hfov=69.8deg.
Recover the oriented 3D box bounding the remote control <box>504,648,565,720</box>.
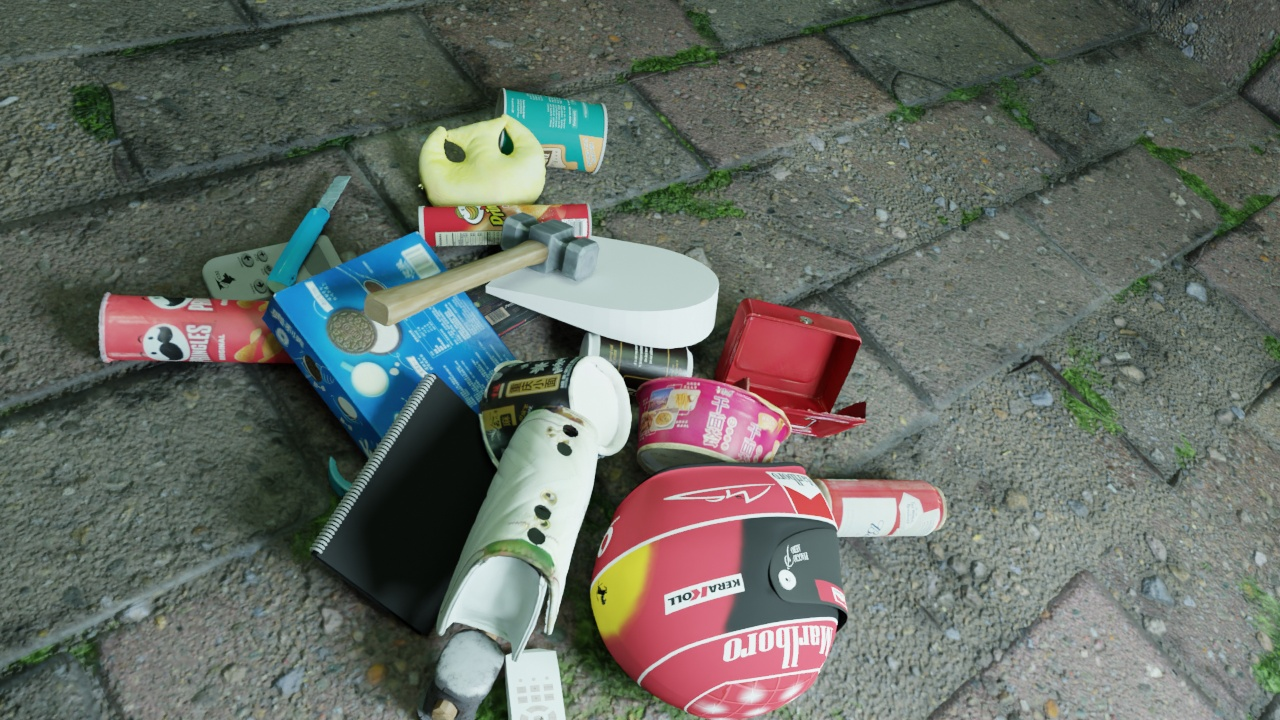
[{"bbox_3d":[-0.095,0.338,0.846,0.049,0.024,0.143,1,52,-19],"label":"remote control"}]

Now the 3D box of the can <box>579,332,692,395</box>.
[{"bbox_3d":[-0.007,0.006,1.105,0.128,0.072,0.071,9,51,-13],"label":"can"}]

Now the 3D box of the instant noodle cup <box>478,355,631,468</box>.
[{"bbox_3d":[-0.082,0.055,0.956,0.137,0.112,0.137,29,53,-49],"label":"instant noodle cup"}]

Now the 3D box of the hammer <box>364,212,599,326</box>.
[{"bbox_3d":[-0.174,-0.098,1.008,0.117,0.051,0.321,24,29,21],"label":"hammer"}]

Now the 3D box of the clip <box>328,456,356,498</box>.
[{"bbox_3d":[-0.258,0.133,0.948,0.130,0.031,0.120,40,47,13],"label":"clip"}]

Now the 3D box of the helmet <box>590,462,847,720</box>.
[{"bbox_3d":[0.087,0.226,0.889,0.270,0.198,0.224,2,52,-29],"label":"helmet"}]

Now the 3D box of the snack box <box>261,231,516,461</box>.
[{"bbox_3d":[-0.247,-0.003,0.980,0.239,0.056,0.195,53,45,1],"label":"snack box"}]

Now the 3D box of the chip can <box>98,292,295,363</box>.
[{"bbox_3d":[-0.438,-0.031,0.978,0.232,0.073,0.073,1,53,-20],"label":"chip can"}]

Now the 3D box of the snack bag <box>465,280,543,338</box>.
[{"bbox_3d":[-0.164,-0.074,1.145,0.154,0.018,0.074,-33,70,-36],"label":"snack bag"}]

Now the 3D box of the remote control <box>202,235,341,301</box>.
[{"bbox_3d":[-0.427,-0.103,1.071,0.150,0.019,0.074,-19,62,-31],"label":"remote control"}]

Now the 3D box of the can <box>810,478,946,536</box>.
[{"bbox_3d":[0.273,0.173,1.080,0.170,0.067,0.067,3,53,-18],"label":"can"}]

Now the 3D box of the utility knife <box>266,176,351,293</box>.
[{"bbox_3d":[-0.396,-0.156,1.104,0.031,0.015,0.224,19,50,-7],"label":"utility knife"}]

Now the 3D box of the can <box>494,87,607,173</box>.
[{"bbox_3d":[-0.129,-0.323,1.297,0.143,0.099,0.099,4,53,-17],"label":"can"}]

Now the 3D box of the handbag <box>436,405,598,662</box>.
[{"bbox_3d":[-0.098,0.148,0.819,0.096,0.142,0.198,25,36,-7],"label":"handbag"}]

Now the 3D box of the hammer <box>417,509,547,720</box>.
[{"bbox_3d":[-0.119,0.210,0.906,0.052,0.098,0.327,28,43,0],"label":"hammer"}]

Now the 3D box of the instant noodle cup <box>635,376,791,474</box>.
[{"bbox_3d":[0.071,0.092,1.015,0.178,0.179,0.077,19,66,-5],"label":"instant noodle cup"}]

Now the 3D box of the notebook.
[{"bbox_3d":[-0.207,0.137,0.889,0.149,0.016,0.206,50,51,-32],"label":"notebook"}]

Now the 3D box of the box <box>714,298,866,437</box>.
[{"bbox_3d":[0.181,0.009,1.129,0.157,0.147,0.155,10,69,-13],"label":"box"}]

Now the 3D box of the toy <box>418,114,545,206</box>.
[{"bbox_3d":[-0.207,-0.242,1.214,0.170,0.065,0.155,-13,91,-11],"label":"toy"}]

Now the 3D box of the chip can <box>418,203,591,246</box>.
[{"bbox_3d":[-0.172,-0.174,1.175,0.214,0.052,0.051,-3,54,-11],"label":"chip can"}]

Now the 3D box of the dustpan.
[{"bbox_3d":[-0.033,-0.086,1.146,0.258,0.053,0.191,11,32,13],"label":"dustpan"}]
